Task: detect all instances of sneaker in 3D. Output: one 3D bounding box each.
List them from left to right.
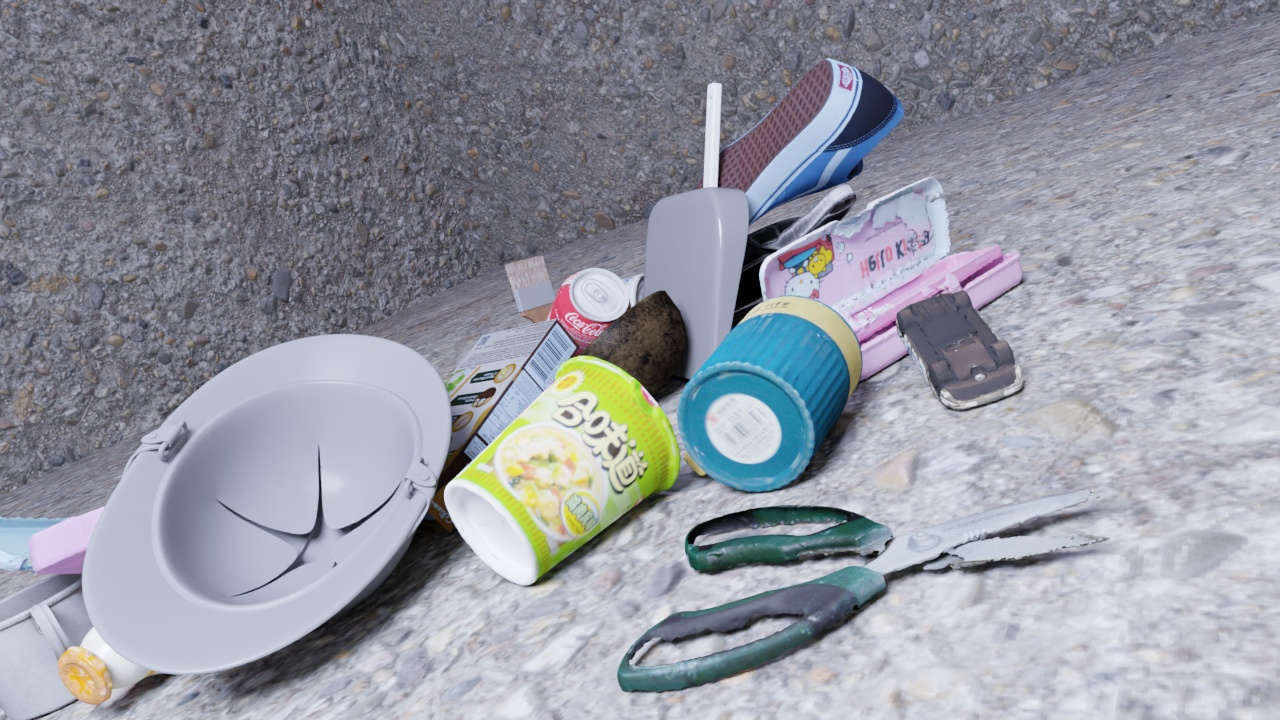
[{"bbox_3d":[0.130,-0.156,0.794,0.098,0.083,0.242,16,-29,-24],"label":"sneaker"}]

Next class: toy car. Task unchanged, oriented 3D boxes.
[{"bbox_3d":[0.189,-0.004,0.550,0.048,0.040,0.112,-19,30,9],"label":"toy car"}]

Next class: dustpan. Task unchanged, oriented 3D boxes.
[{"bbox_3d":[0.048,-0.112,0.800,0.033,0.257,0.163,1,4,-21],"label":"dustpan"}]

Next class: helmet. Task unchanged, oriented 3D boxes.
[{"bbox_3d":[-0.215,0.105,0.581,0.183,0.118,0.270,8,40,4],"label":"helmet"}]

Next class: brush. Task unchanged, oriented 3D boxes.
[{"bbox_3d":[-0.088,-0.024,0.848,0.008,0.143,0.045,-11,7,43],"label":"brush"}]

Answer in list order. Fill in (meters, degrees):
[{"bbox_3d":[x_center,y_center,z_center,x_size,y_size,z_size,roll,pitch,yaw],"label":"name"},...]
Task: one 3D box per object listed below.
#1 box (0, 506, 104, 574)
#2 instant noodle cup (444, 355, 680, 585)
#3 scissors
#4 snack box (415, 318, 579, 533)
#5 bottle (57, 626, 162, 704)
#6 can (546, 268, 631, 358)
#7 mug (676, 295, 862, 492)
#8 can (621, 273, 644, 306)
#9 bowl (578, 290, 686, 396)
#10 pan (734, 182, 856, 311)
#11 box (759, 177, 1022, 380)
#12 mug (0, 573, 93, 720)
[{"bbox_3d":[-0.345,0.126,0.647,0.150,0.048,0.214,-2,-11,15],"label":"box"},{"bbox_3d":[-0.048,0.066,0.522,0.107,0.099,0.099,-39,20,-34],"label":"instant noodle cup"},{"bbox_3d":[0.092,0.078,0.400,0.210,0.015,0.146,-20,10,10],"label":"scissors"},{"bbox_3d":[-0.133,0.049,0.710,0.101,0.031,0.185,-9,39,45],"label":"snack box"},{"bbox_3d":[-0.301,0.164,0.568,0.063,0.063,0.108,-16,13,24],"label":"bottle"},{"bbox_3d":[-0.049,-0.032,0.798,0.064,0.064,0.105,-28,-15,-28],"label":"can"},{"bbox_3d":[0.068,0.028,0.541,0.114,0.083,0.107,-47,-1,34],"label":"mug"},{"bbox_3d":[-0.004,-0.042,0.925,0.043,0.086,0.086,-13,14,27],"label":"can"},{"bbox_3d":[-0.004,0.004,0.757,0.121,0.056,0.121,-42,-8,-8],"label":"bowl"},{"bbox_3d":[0.120,-0.099,0.828,0.187,0.055,0.357,-26,-9,-10],"label":"pan"},{"bbox_3d":[0.184,-0.068,0.679,0.201,0.102,0.087,-28,11,-28],"label":"box"},{"bbox_3d":[-0.385,0.185,0.600,0.084,0.070,0.113,-30,15,-37],"label":"mug"}]
